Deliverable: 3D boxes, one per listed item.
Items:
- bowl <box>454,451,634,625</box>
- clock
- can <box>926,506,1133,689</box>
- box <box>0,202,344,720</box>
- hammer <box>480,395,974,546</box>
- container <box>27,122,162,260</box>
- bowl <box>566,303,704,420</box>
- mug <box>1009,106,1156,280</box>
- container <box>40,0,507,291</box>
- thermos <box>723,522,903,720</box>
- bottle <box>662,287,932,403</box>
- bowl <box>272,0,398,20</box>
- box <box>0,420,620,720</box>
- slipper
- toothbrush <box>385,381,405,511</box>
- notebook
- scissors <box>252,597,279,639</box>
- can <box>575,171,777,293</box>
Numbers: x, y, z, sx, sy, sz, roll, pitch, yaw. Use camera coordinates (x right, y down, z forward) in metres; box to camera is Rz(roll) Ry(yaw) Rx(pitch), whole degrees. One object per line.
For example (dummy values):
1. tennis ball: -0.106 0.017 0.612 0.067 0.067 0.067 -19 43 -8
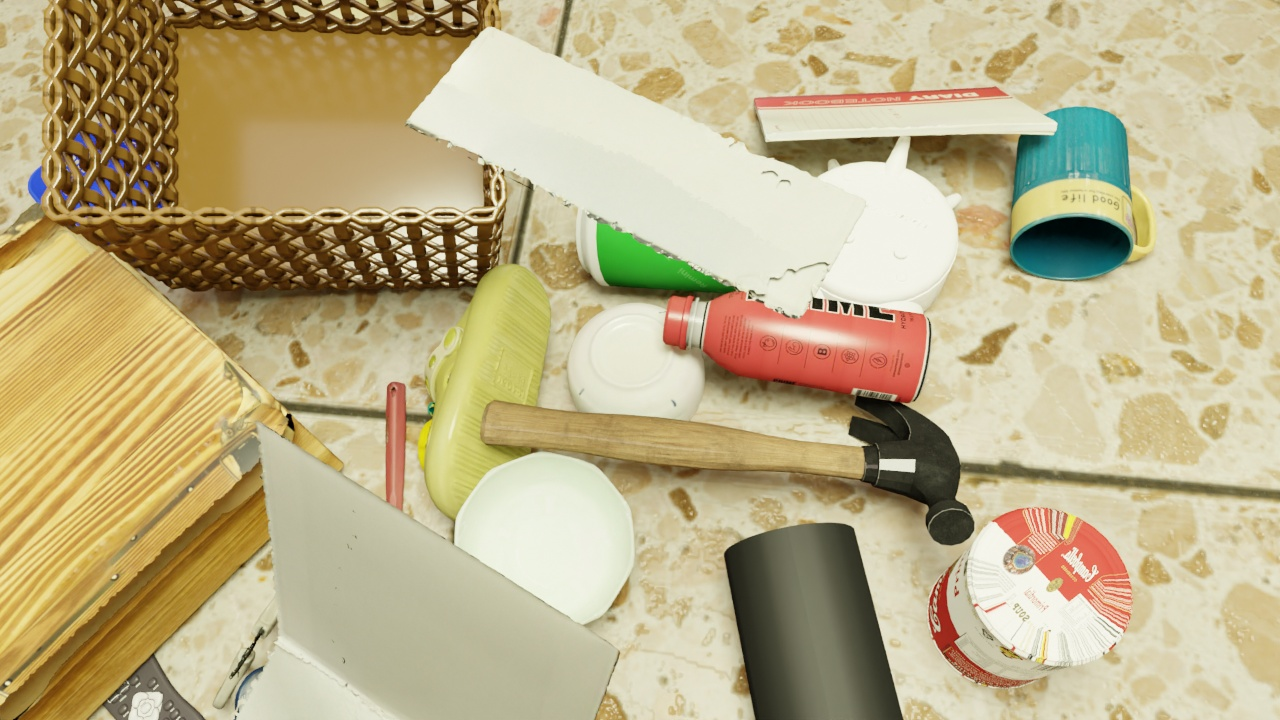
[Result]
1. bowl: -0.064 0.125 0.614 0.117 0.061 0.117 2 72 -6
2. clock: 0.173 -0.089 0.695 0.125 0.073 0.160 19 67 14
3. can: 0.229 0.146 0.552 0.087 0.116 0.086 -2 64 4
4. box: -0.392 0.083 0.612 0.245 0.168 0.278 37 71 19
5. hammer: 0.050 0.054 0.603 0.305 0.040 0.132 6 27 2
6. container: -0.443 -0.137 0.780 0.114 0.058 0.096 31 71 18
7. bowl: -0.004 0.004 0.677 0.105 0.054 0.104 -1 64 3
8. mug: 0.340 -0.121 0.699 0.113 0.083 0.107 19 62 -11
9. container: -0.226 -0.175 0.634 0.251 0.214 0.219 -2 84 -10
10. thermos: 0.111 0.206 0.551 0.086 0.086 0.198 -9 64 0
11. bottle: 0.104 -0.014 0.630 0.177 0.062 0.062 9 65 6
12. bowl: -0.266 -0.253 0.812 0.151 0.075 0.150 -2 65 3
13. box: -0.105 0.137 0.375 0.166 0.480 0.118 28 64 13
14. slipper: -0.123 0.019 0.660 0.082 0.091 0.190 4 72 28
15. toothbrush: -0.180 0.102 0.665 0.016 0.016 0.189 -7 64 2
16. notebook: 0.199 -0.197 0.732 0.209 0.012 0.152 -1 26 4
17. scissors: -0.239 0.170 0.574 0.012 0.163 0.154 30 33 -10
18. can: 0.028 -0.097 0.694 0.140 0.088 0.087 5 64 17
